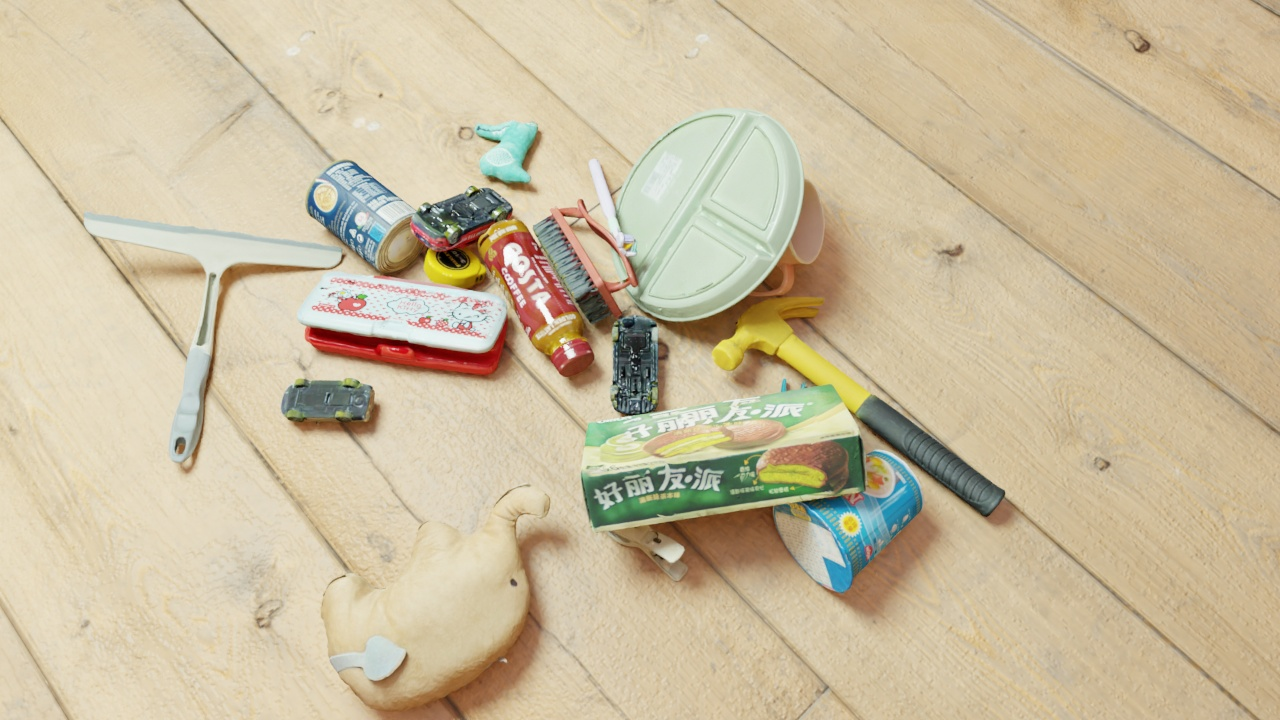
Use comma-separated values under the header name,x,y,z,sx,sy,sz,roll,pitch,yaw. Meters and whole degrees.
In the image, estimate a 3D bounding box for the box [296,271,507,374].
name,x,y,z,sx,sy,sz,roll,pitch,yaw
box,-0.236,-0.046,0.920,0.201,0.068,0.090,8,65,4

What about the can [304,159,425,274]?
name,x,y,z,sx,sy,sz,roll,pitch,yaw
can,-0.285,-0.150,0.964,0.111,0.075,0.075,37,70,15

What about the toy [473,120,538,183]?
name,x,y,z,sx,sy,sz,roll,pitch,yaw
toy,-0.152,-0.239,1.034,0.096,0.030,0.091,15,60,15

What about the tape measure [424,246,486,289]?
name,x,y,z,sx,sy,sz,roll,pitch,yaw
tape measure,-0.198,-0.097,0.961,0.060,0.029,0.057,44,44,20

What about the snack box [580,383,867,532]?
name,x,y,z,sx,sy,sz,roll,pitch,yaw
snack box,0.069,0.085,0.816,0.240,0.114,0.063,-9,108,4

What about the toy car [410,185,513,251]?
name,x,y,z,sx,sy,sz,roll,pitch,yaw
toy car,-0.186,-0.144,0.956,0.053,0.045,0.120,39,38,16

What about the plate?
name,x,y,z,sx,sy,sz,roll,pitch,yaw
plate,0.057,-0.151,0.919,0.231,0.027,0.229,-15,64,34

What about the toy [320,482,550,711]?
name,x,y,z,sx,sy,sz,roll,pitch,yaw
toy,-0.160,0.204,0.795,0.225,0.083,0.143,-32,81,-17

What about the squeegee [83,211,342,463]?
name,x,y,z,sx,sy,sz,roll,pitch,yaw
squeegee,-0.440,-0.014,0.921,0.246,0.039,0.246,6,70,-17

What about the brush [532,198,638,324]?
name,x,y,z,sx,sy,sz,roll,pitch,yaw
brush,-0.057,-0.111,0.946,0.069,0.063,0.145,-32,55,0

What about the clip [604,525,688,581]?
name,x,y,z,sx,sy,sz,roll,pitch,yaw
clip,0.002,0.161,0.843,0.098,0.064,0.034,33,67,22

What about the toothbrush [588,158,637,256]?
name,x,y,z,sx,sy,sz,roll,pitch,yaw
toothbrush,-0.033,-0.167,0.966,0.021,0.029,0.189,-32,40,10

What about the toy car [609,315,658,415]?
name,x,y,z,sx,sy,sz,roll,pitch,yaw
toy car,-0.005,0.005,0.916,0.049,0.031,0.105,2,67,-2

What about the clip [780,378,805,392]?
name,x,y,z,sx,sy,sz,roll,pitch,yaw
clip,0.148,0.044,0.909,0.041,0.014,0.056,14,63,5

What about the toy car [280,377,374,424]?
name,x,y,z,sx,sy,sz,roll,pitch,yaw
toy car,-0.305,0.042,0.895,0.090,0.035,0.042,1,63,6

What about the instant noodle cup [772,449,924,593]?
name,x,y,z,sx,sy,sz,roll,pitch,yaw
instant noodle cup,0.192,0.137,0.827,0.109,0.099,0.099,-31,69,-23

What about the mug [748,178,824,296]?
name,x,y,z,sx,sy,sz,roll,pitch,yaw
mug,0.122,-0.122,0.935,0.106,0.081,0.114,0,93,38

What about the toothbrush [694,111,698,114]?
name,x,y,z,sx,sy,sz,roll,pitch,yaw
toothbrush,0.047,-0.186,1.010,0.027,0.026,0.224,17,65,-1

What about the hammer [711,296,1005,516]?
name,x,y,z,sx,sy,sz,roll,pitch,yaw
hammer,0.219,0.043,0.892,0.301,0.033,0.128,39,60,14

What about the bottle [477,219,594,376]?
name,x,y,z,sx,sy,sz,roll,pitch,yaw
bottle,-0.104,-0.063,0.933,0.057,0.057,0.175,-27,67,-13
